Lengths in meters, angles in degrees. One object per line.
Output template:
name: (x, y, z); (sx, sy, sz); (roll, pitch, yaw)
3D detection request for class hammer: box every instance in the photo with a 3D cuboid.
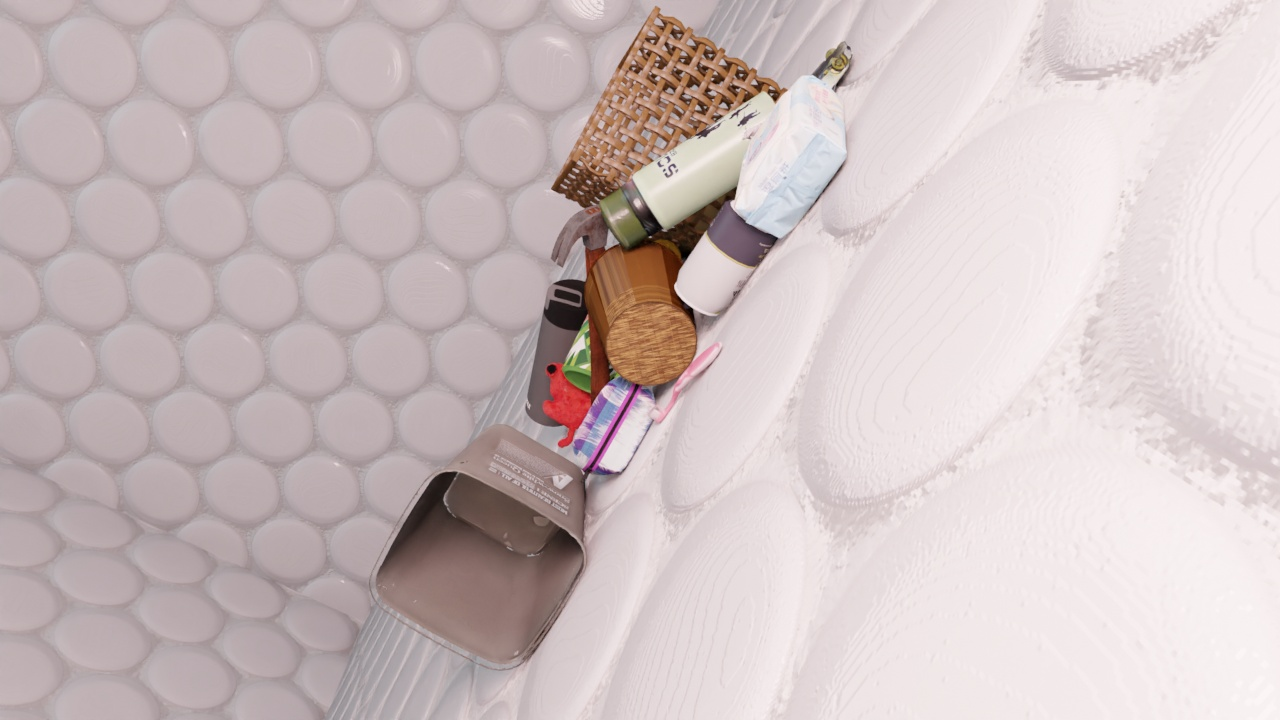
hammer: (-0.056, -0.057, 1.186); (0.028, 0.110, 0.301); (40, 142, 43)

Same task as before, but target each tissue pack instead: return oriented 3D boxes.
tissue pack: (0.150, -0.210, 0.920); (0.112, 0.070, 0.181); (-55, 12, 33)

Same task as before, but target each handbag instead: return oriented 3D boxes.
handbag: (-0.034, 0.070, 1.103); (0.144, 0.068, 0.170); (-60, 5, 2)

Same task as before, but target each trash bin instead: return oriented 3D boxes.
trash bin: (-0.167, 0.196, 1.072); (0.198, 0.197, 0.219); (-58, 5, 15)

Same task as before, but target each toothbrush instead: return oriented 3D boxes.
toothbrush: (0.045, 0.023, 0.954); (0.135, 0.016, 0.021); (-53, 14, 39)

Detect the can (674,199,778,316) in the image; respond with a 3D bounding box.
can: (0.086, -0.102, 0.956); (0.128, 0.064, 0.064); (-56, 12, 26)

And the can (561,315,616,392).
can: (-0.048, -0.029, 1.324); (0.143, 0.083, 0.083); (-65, 12, -21)

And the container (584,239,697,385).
container: (0.004, -0.052, 1.062); (0.132, 0.132, 0.167); (-58, 17, 18)

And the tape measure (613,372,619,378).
tape measure: (-0.007, 0.007, 1.182); (0.066, 0.036, 0.058); (-61, 1, 17)

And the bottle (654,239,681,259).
bottle: (0.015, -0.139, 1.334); (0.053, 0.053, 0.186); (-62, 9, -5)

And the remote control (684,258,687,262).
remote control: (0.037, -0.077, 1.237); (0.136, 0.015, 0.032); (-62, 11, -4)

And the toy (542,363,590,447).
toy: (-0.092, 0.069, 1.390); (0.094, 0.088, 0.133); (28, -114, -66)

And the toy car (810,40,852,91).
toy car: (0.200, -0.305, 1.022); (0.106, 0.033, 0.047); (-49, 14, 30)

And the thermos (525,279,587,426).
thermos: (-0.125, -0.010, 1.448); (0.082, 0.082, 0.241); (-76, 1, -52)

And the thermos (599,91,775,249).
thermos: (0.062, -0.213, 1.061); (0.231, 0.082, 0.082); (-32, 16, 7)

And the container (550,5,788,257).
container: (0.036, -0.292, 1.251); (0.219, 0.214, 0.252); (-62, 11, -4)
